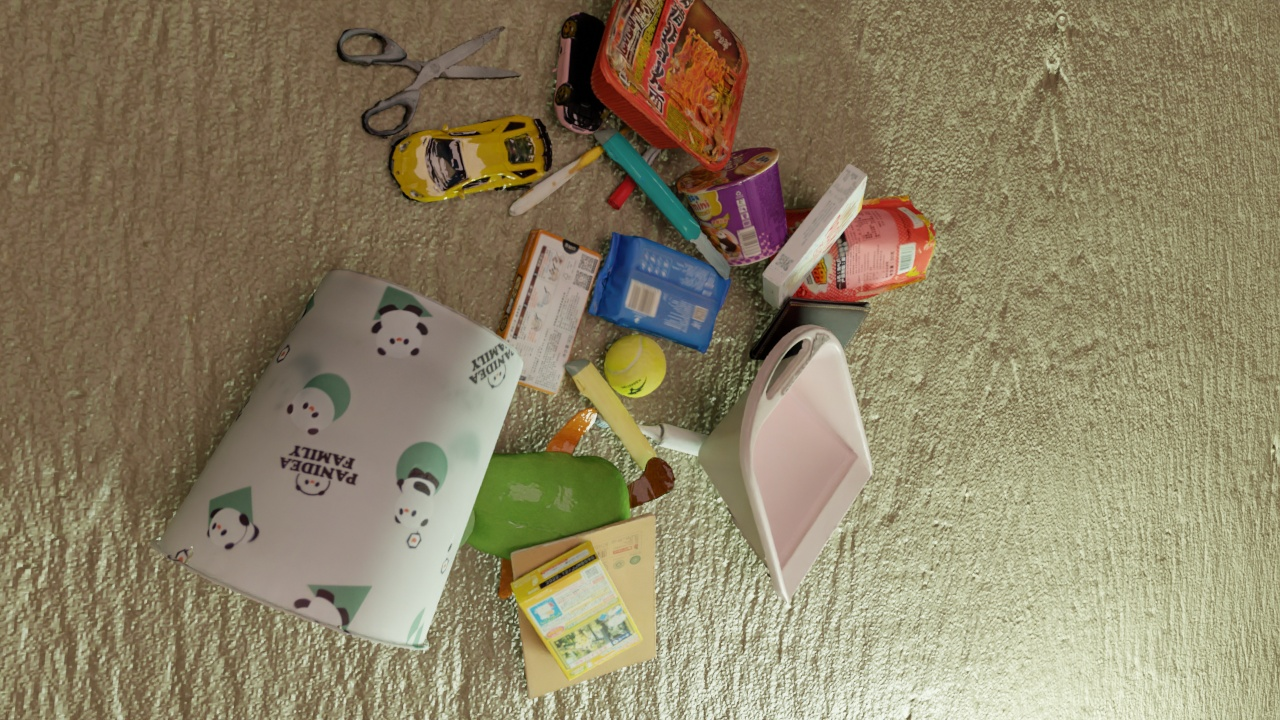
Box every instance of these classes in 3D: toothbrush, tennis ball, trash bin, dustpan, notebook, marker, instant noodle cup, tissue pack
[{"bbox_3d":[-0.060,-0.203,0.936,0.191,0.018,0.016,-40,109,-17],"label":"toothbrush"},{"bbox_3d":[-0.006,0.006,0.958,0.065,0.065,0.065,-3,97,-29],"label":"tennis ball"},{"bbox_3d":[-0.231,0.076,0.761,0.229,0.230,0.251,29,75,-28],"label":"trash bin"},{"bbox_3d":[0.184,0.103,1.004,0.273,0.139,0.221,49,58,-14],"label":"dustpan"},{"bbox_3d":[-0.053,0.253,0.934,0.147,0.008,0.208,-13,124,-18],"label":"notebook"},{"bbox_3d":[0.013,-0.219,0.972,0.017,0.017,0.145,43,75,-25],"label":"marker"},{"bbox_3d":[0.044,0.088,1.016,0.220,0.026,0.026,17,51,-29],"label":"toothbrush"},{"bbox_3d":[0.025,-0.291,0.915,0.188,0.079,0.164,32,63,-38],"label":"instant noodle cup"},{"bbox_3d":[0.022,-0.071,0.973,0.157,0.052,0.095,18,88,-30],"label":"tissue pack"},{"bbox_3d":[0.107,-0.162,0.985,0.111,0.112,0.099,-34,119,-22],"label":"instant noodle cup"}]

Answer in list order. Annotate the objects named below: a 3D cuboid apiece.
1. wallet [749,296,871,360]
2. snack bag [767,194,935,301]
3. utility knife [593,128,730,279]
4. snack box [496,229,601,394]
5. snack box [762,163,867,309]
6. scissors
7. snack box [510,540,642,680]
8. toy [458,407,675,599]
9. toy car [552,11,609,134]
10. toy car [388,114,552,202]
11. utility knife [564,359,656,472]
[{"bbox_3d":[0.198,-0.034,1.064,0.122,0.020,0.097,2,134,-30],"label":"wallet"},{"bbox_3d":[0.246,-0.128,1.088,0.207,0.073,0.128,-14,96,-19],"label":"snack bag"},{"bbox_3d":[0.027,-0.162,0.952,0.205,0.013,0.029,48,68,-12],"label":"utility knife"},{"bbox_3d":[-0.097,-0.048,0.924,0.075,0.026,0.153,20,86,-30],"label":"snack box"},{"bbox_3d":[0.190,-0.133,1.006,0.027,0.085,0.156,38,84,16],"label":"snack box"},{"bbox_3d":[-0.198,-0.270,0.853,0.174,0.014,0.159,26,82,-30],"label":"scissors"},{"bbox_3d":[-0.060,0.248,0.901,0.087,0.033,0.140,-28,125,-7],"label":"snack box"},{"bbox_3d":[-0.086,0.148,0.914,0.246,0.090,0.227,16,102,-28],"label":"toy"},{"bbox_3d":[-0.058,-0.286,0.917,0.056,0.037,0.122,12,77,-36],"label":"toy car"},{"bbox_3d":[-0.159,-0.190,0.868,0.155,0.041,0.071,-16,102,-25],"label":"toy car"},{"bbox_3d":[-0.024,0.061,0.955,0.030,0.018,0.165,-42,107,-19],"label":"utility knife"}]
